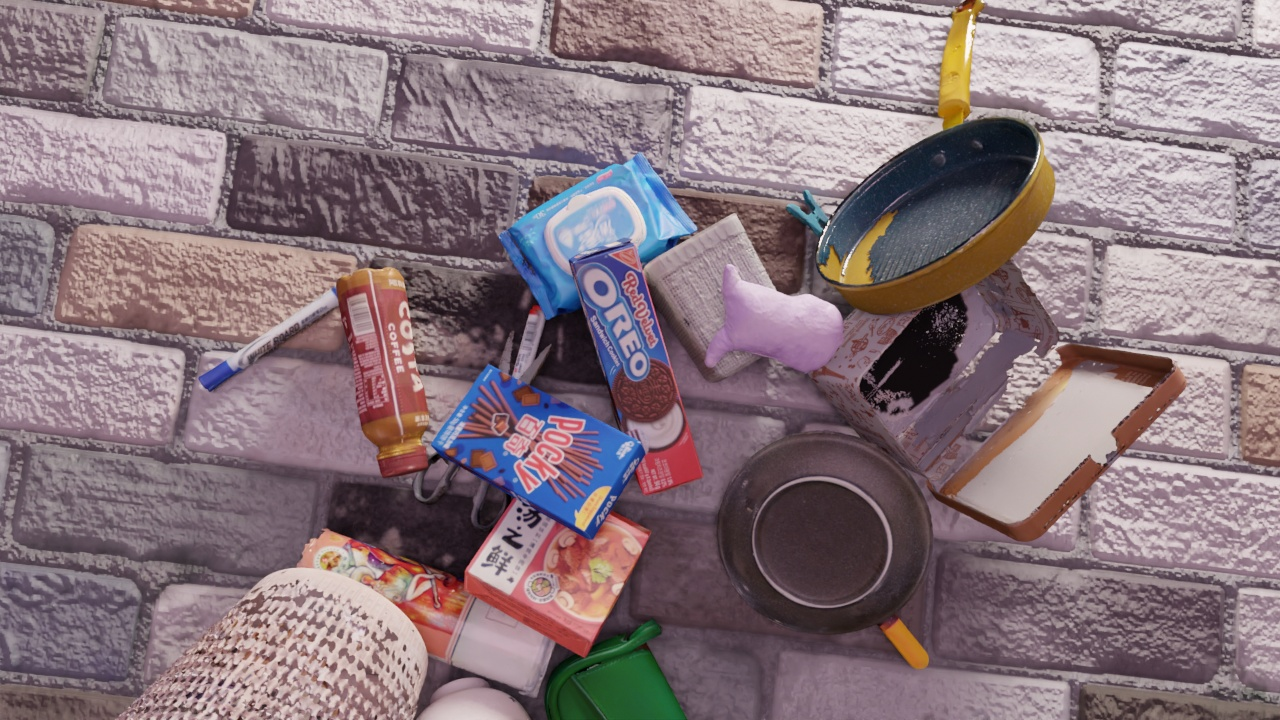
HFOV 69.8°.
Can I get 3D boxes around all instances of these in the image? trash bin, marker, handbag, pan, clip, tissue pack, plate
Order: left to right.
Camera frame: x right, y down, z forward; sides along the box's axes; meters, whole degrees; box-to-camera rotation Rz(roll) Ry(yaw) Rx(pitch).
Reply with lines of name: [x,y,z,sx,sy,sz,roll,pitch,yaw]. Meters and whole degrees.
marker: [-0.321,-0.021,0.806,0.145,0.017,0.017,-35,85,-6]
trash bin: [-0.257,0.266,0.651,0.227,0.228,0.191,21,39,1]
marker: [-0.107,0.022,0.807,0.017,0.017,0.145,15,82,0]
tissue pack: [-0.037,-0.111,0.808,0.157,0.052,0.095,-31,85,-5]
handbag: [-0.011,0.293,0.754,0.120,0.068,0.131,-27,83,-12]
clip: [0.159,-0.128,0.836,0.049,0.015,0.057,-43,84,-9]
plate: [0.151,0.148,0.763,0.179,0.024,0.179,2,100,13]
marker: [0.204,0.214,0.793,0.018,0.015,0.124,-38,83,-8]
pan: [0.259,-0.188,0.785,0.078,0.198,0.356,47,53,-25]

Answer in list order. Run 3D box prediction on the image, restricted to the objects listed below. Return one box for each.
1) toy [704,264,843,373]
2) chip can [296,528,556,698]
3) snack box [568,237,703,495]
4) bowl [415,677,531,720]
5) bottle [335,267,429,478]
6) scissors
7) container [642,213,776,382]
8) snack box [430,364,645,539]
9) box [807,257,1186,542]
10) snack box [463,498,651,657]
toy: [0.109,-0.024,0.727,0.108,0.039,0.084,12,104,-9]
chip can: [-0.174,0.206,0.753,0.215,0.071,0.071,19,82,1]
snack box: [-0.005,0.004,0.766,0.057,0.058,0.207,-17,100,-4]
bowl: [-0.140,0.297,0.738,0.118,0.118,0.064,-22,45,-5]
bottle: [-0.217,0.011,0.784,0.057,0.057,0.175,-12,83,-3]
scissors: [-0.133,0.064,0.788,0.170,0.014,0.159,-24,71,10]
container: [0.068,-0.048,0.787,0.090,0.090,0.114,-30,88,-5]
snack box: [-0.084,0.071,0.743,0.157,0.026,0.084,25,69,22]
box: [0.271,0.015,0.720,0.183,0.193,0.157,-47,111,-7]
snack box: [-0.062,0.154,0.744,0.113,0.044,0.126,26,53,8]
